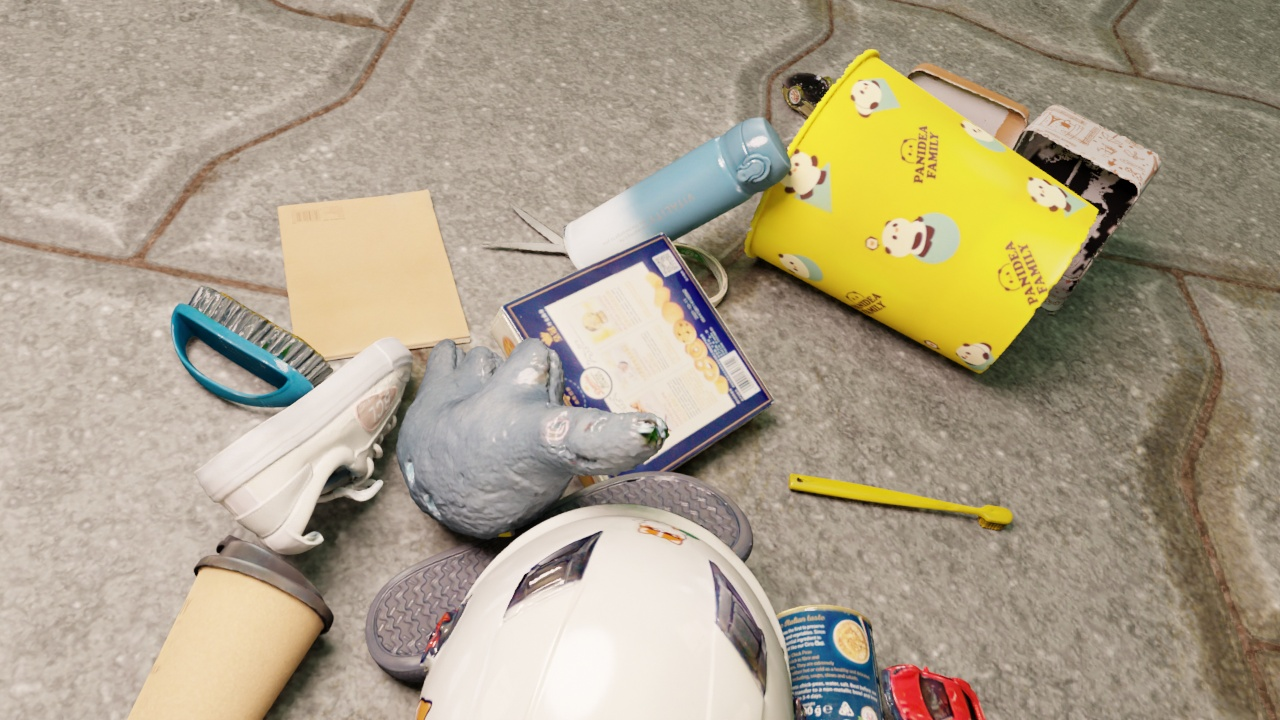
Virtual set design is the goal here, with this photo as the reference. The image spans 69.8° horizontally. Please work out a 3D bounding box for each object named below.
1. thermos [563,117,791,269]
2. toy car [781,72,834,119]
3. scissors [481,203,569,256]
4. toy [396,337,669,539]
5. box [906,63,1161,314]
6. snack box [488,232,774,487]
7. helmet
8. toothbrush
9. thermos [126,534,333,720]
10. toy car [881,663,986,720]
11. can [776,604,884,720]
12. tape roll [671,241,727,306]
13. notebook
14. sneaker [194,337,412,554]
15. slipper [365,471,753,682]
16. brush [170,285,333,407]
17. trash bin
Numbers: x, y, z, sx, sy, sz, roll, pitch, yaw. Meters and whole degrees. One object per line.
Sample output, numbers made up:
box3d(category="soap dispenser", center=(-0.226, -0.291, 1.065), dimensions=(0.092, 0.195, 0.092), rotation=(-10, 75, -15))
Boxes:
box3d(category="thermos", center=(0.031, -0.144, 0.828), dimensions=(0.070, 0.221, 0.070), rotation=(37, 39, -39))
box3d(category="toy car", center=(0.243, -0.317, 1.164), dimensions=(0.070, 0.042, 0.158), rotation=(-24, 57, -30))
box3d(category="scissors", center=(-0.067, -0.114, 0.927), dimensions=(0.159, 0.014, 0.181), rotation=(-24, 58, -31))
box3d(category="toy", center=(-0.105, 0.053, 0.642), dimensions=(0.091, 0.357, 0.137), rotation=(36, 76, -30))
box3d(category="box", center=(0.381, -0.192, 0.984), dimensions=(0.261, 0.177, 0.082), rotation=(33, 50, 18))
box3d(category="snack box", center=(-0.005, 0.004, 0.764), dimensions=(0.182, 0.046, 0.178), rotation=(-28, 83, -32))
box3d(category="helmet", center=(-0.019, 0.211, 0.487), dimensions=(0.230, 0.157, 0.273), rotation=(17, 79, 1))
box3d(category="toothbrush", center=(0.218, 0.119, 0.772), dimensions=(0.190, 0.017, 0.015), rotation=(10, 47, -1))
box3d(category="thermos", center=(-0.256, 0.188, 0.561), dimensions=(0.093, 0.093, 0.142), rotation=(18, 54, 5))
box3d(category="toy car", center=(0.200, 0.234, 0.619), dimensions=(0.106, 0.031, 0.049), rotation=(27, 39, -36))
box3d(category="can", center=(0.122, 0.230, 0.606), dimensions=(0.075, 0.075, 0.111), rotation=(8, 47, -5))
box3d(category="tape roll", center=(0.045, -0.084, 0.917), dimensions=(0.085, 0.014, 0.085), rotation=(11, 48, -13))
box3d(category="notebook", center=(-0.256, -0.086, 0.864), dimensions=(0.149, 0.012, 0.211), rotation=(-9, 50, -18))
box3d(category="sneaker", center=(-0.213, 0.057, 0.668), dimensions=(0.091, 0.090, 0.241), rotation=(53, 20, -10))
box3d(category="slipper", center=(-0.052, 0.160, 0.642), dimensions=(0.268, 0.083, 0.110), rotation=(-18, 41, -5))
box3d(category="brush", center=(-0.325, -0.004, 0.745), dimensions=(0.144, 0.055, 0.073), rotation=(29, 64, 14))
box3d(category="trash bin", center=(0.269, -0.132, 0.884), dimensions=(0.255, 0.230, 0.228), rotation=(35, 50, 13))
